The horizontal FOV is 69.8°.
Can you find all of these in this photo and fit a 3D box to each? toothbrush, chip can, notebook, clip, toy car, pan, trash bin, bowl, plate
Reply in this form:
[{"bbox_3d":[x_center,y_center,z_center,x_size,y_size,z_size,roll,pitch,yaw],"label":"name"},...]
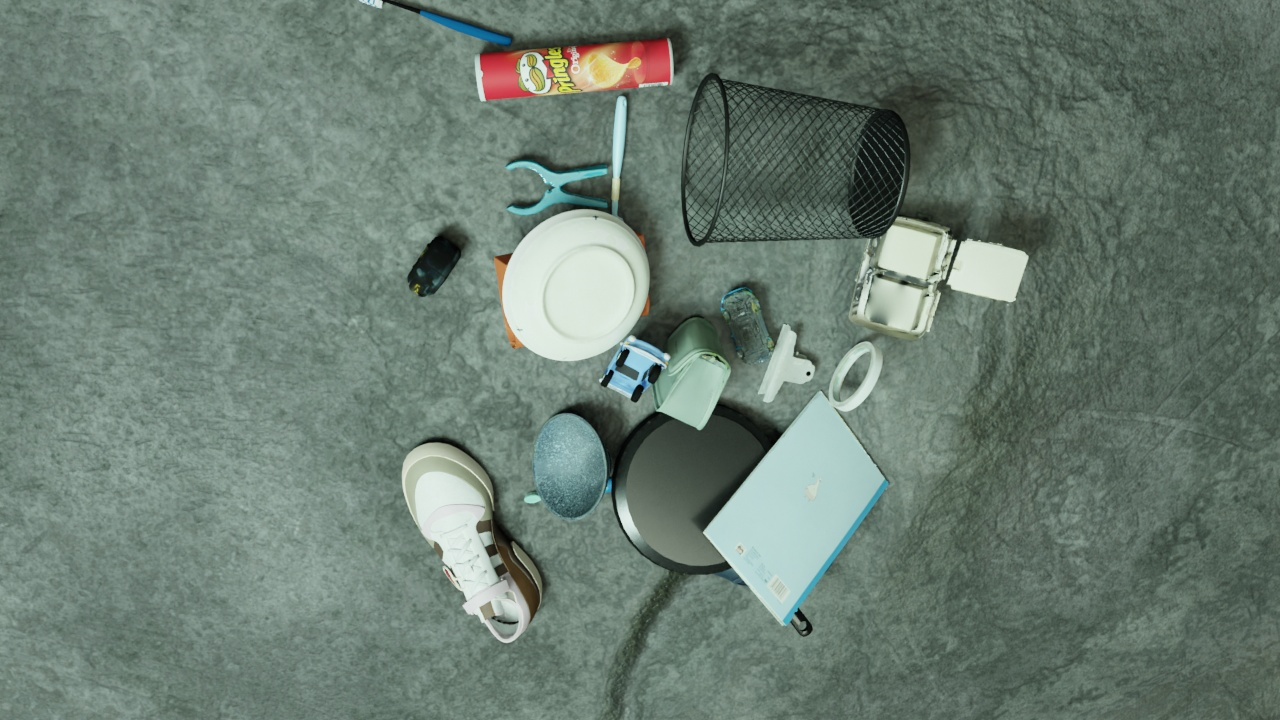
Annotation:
[{"bbox_3d":[-0.089,0.174,1.232,0.135,0.017,0.022,-9,111,-4],"label":"toothbrush"},{"bbox_3d":[-0.073,-0.323,1.019,0.214,0.051,0.052,-6,111,-3],"label":"chip can"},{"bbox_3d":[0.210,0.190,1.192,0.252,0.009,0.181,-47,110,-22],"label":"notebook"},{"bbox_3d":[-0.224,-0.375,1.007,0.167,0.014,0.014,15,98,-11],"label":"toothbrush"},{"bbox_3d":[-0.026,-0.231,1.078,0.022,0.016,0.155,-12,116,-35],"label":"toothbrush"},{"bbox_3d":[0.194,0.011,1.175,0.059,0.052,0.102,18,110,2],"label":"clip"},{"bbox_3d":[0.133,-0.044,1.154,0.048,0.032,0.105,-23,117,4],"label":"toy car"},{"bbox_3d":[-0.103,-0.187,1.084,0.130,0.030,0.120,15,105,-9],"label":"clip"},{"bbox_3d":[0.116,0.217,1.188,0.225,0.034,0.356,-37,92,-7],"label":"pan"},{"bbox_3d":[0.169,-0.214,1.021,0.210,0.184,0.184,2,111,-11],"label":"trash bin"},{"bbox_3d":[-0.075,0.135,1.183,0.057,0.137,0.137,0,118,-48],"label":"bowl"},{"bbox_3d":[-0.007,0.007,1.114,0.056,0.154,0.054,27,68,-5],"label":"toy car"},{"bbox_3d":[-0.065,-0.079,1.046,0.182,0.034,0.182,-11,117,-23],"label":"plate"}]

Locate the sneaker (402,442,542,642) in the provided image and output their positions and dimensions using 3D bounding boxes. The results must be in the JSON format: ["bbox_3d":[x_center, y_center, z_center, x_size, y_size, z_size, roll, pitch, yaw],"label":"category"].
[{"bbox_3d":[-0.225,0.249,1.194,0.112,0.116,0.294,-22,111,4],"label":"sneaker"}]

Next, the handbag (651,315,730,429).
[{"bbox_3d":[0.060,0.012,1.124,0.067,0.121,0.106,24,110,-11],"label":"handbag"}]

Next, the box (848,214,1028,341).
[{"bbox_3d":[0.355,-0.090,1.107,0.184,0.044,0.144,22,114,26],"label":"box"}]

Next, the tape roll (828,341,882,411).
[{"bbox_3d":[0.271,0.020,1.157,0.013,0.093,0.093,27,107,-15],"label":"tape roll"}]

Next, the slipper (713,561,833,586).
[{"bbox_3d":[0.144,0.255,1.244,0.265,0.083,0.109,15,111,-8],"label":"slipper"}]

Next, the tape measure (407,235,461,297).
[{"bbox_3d":[-0.244,-0.110,1.080,0.042,0.071,0.072,38,98,-13],"label":"tape measure"}]

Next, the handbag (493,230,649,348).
[{"bbox_3d":[-0.080,-0.086,1.091,0.171,0.060,0.109,-15,114,-21],"label":"handbag"}]
